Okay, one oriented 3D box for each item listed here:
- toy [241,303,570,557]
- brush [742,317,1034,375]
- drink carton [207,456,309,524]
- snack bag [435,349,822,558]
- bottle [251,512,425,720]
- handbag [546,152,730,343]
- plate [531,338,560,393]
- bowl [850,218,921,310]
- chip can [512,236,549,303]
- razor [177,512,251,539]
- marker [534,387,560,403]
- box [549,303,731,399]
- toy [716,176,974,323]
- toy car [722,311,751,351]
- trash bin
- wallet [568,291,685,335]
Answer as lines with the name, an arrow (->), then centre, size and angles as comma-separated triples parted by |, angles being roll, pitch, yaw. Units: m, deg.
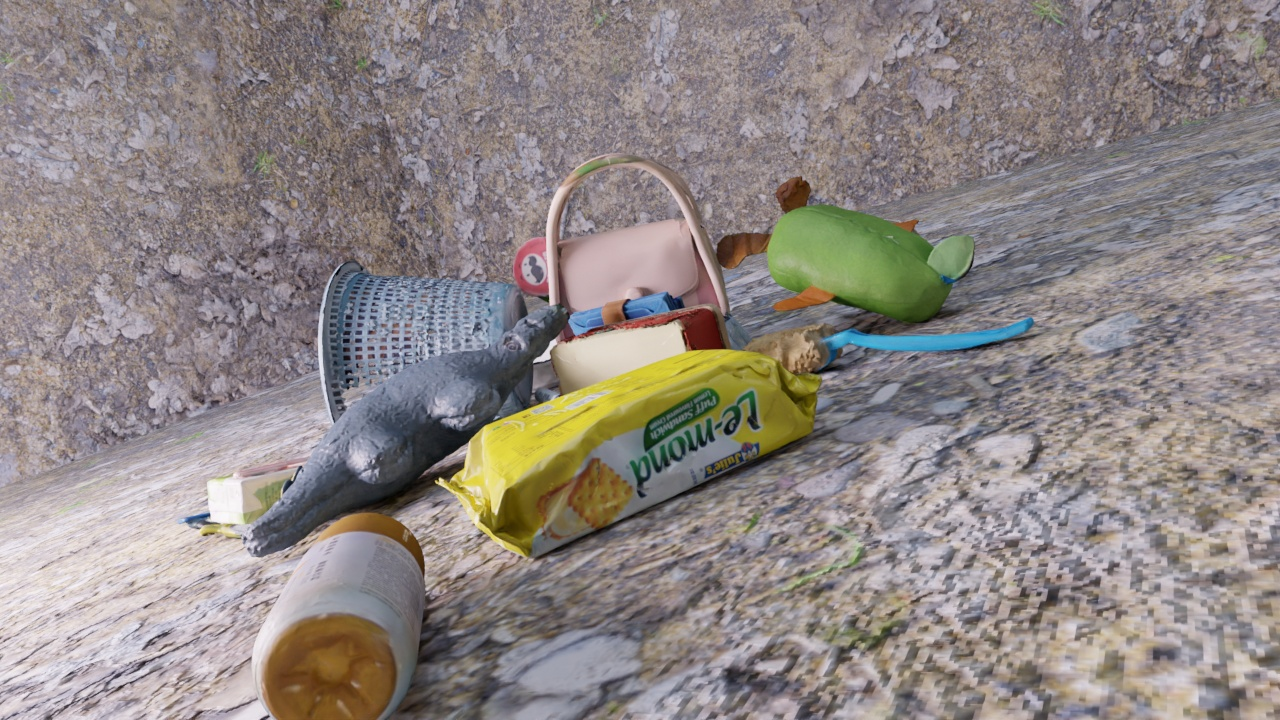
toy -> -0.207, 0.058, 0.836 | 0.355, 0.091, 0.138 | -39, 11, -29
brush -> 0.197, -0.013, 0.775 | 0.255, 0.046, 0.083 | -6, 9, 36
drink carton -> -0.328, 0.116, 0.846 | 0.054, 0.045, 0.122 | -2, 3, 34
snack bag -> -0.014, 0.054, 0.645 | 0.246, 0.068, 0.158 | -21, 9, -20
bottle -> -0.144, 0.120, 0.466 | 0.068, 0.068, 0.189 | -18, 9, -8
handbag -> -0.013, -0.114, 0.973 | 0.193, 0.234, 0.093 | -11, 37, 4
plate -> -0.130, 0.004, 1.251 | 0.205, 0.045, 0.204 | -17, 10, 3
bowl -> 0.257, -0.096, 1.008 | 0.113, 0.062, 0.113 | -12, 49, 15
chip can -> -0.085, -0.095, 1.164 | 0.072, 0.072, 0.236 | -15, -10, 12
razor -> -0.366, 0.153, 0.844 | 0.143, 0.022, 0.042 | -3, 4, 33
marker -> -0.095, 0.042, 1.028 | 0.022, 0.018, 0.131 | -63, 19, -6
box -> -0.005, 0.005, 0.849 | 0.169, 0.091, 0.079 | -10, 9, 40
toy -> 0.207, -0.105, 0.934 | 0.226, 0.090, 0.247 | -37, 48, -28
toy car -> 0.087, -0.016, 0.899 | 0.037, 0.054, 0.120 | -37, 8, 15
trash bin -> -0.229, -0.005, 1.041 | 0.195, 0.226, 0.226 | -4, 10, 4
wallet -> -0.001, -0.015, 0.930 | 0.133, 0.106, 0.040 | -9, 26, 39
